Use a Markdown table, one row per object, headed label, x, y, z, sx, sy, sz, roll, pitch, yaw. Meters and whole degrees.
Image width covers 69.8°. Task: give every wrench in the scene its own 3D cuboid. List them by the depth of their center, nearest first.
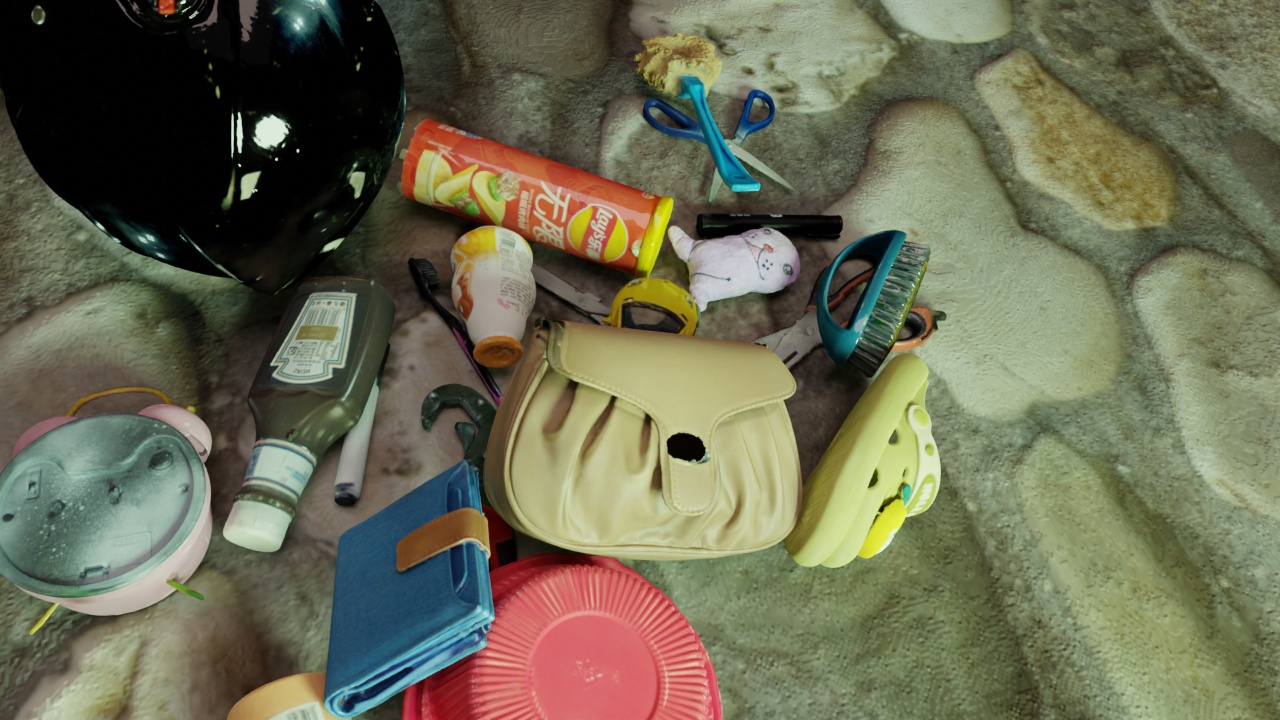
| label | x | y | z | sx | sy | sz | roll | pitch | yaw |
| --- | --- | --- | --- | --- | --- | --- | --- | --- | --- |
| wrench | -0.101 | 0.130 | 0.592 | 0.056 | 0.016 | 0.273 | -7 | 57 | -15 |

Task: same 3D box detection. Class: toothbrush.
| label | x | y | z | sx | sy | sz | roll | pitch | yaw |
| --- | --- | --- | --- | --- | --- | --- | --- | --- | --- |
| toothbrush | -0.128 | -0.011 | 0.690 | 0.017 | 0.014 | 0.189 | -18 | 60 | -35 |

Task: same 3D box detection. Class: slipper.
| label | x | y | z | sx | sy | sz | roll | pitch | yaw |
| --- | --- | --- | --- | --- | --- | --- | --- | --- | --- |
| slipper | 0.171 | 0.073 | 0.639 | 0.081 | 0.092 | 0.190 | 31 | 52 | 9 |

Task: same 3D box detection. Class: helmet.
| label | x | y | z | sx | sy | sz | roll | pitch | yaw |
| --- | --- | --- | --- | --- | --- | --- | --- | --- | --- |
| helmet | -0.279 | -0.185 | 0.642 | 0.230 | 0.233 | 0.275 | 43 | 96 | 2 |

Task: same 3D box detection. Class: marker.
| label | x | y | z | sx | sy | sz | roll | pitch | yaw |
| --- | --- | --- | --- | --- | --- | --- | --- | --- | --- |
| marker | -0.193 | 0.039 | 0.637 | 0.018 | 0.023 | 0.130 | 31 | 43 | -37 |
| marker | 0.114 | -0.117 | 0.805 | 0.132 | 0.020 | 0.022 | -2 | 85 | -13 |

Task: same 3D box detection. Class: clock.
| label | x | y | z | sx | sy | sz | roll | pitch | yaw |
| --- | --- | --- | --- | --- | --- | --- | --- | --- | --- |
| clock | -0.323 | 0.080 | 0.561 | 0.117 | 0.060 | 0.158 | -9 | 59 | -15 |

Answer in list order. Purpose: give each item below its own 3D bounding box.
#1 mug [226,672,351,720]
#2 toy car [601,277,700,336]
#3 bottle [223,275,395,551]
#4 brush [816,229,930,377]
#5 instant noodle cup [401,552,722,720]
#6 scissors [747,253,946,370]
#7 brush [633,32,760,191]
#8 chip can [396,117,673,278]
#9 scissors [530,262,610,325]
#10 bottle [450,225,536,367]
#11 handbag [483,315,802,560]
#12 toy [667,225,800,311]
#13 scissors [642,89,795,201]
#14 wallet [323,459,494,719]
| label | x | y | z | sx | sy | sz | roll | pitch | yaw |
| --- | --- | --- | --- | --- | --- | --- | --- | --- | --- |
| mug | -0.171 | 0.231 | 0.474 | 0.078 | 0.078 | 0.122 | -18 | 56 | -22 |
| toy car | -0.004 | 0.004 | 0.670 | 0.071 | 0.041 | 0.155 | 20 | 67 | 3 |
| bottle | -0.226 | 0.031 | 0.617 | 0.080 | 0.044 | 0.194 | 1 | 57 | 15 |
| brush | 0.179 | -0.053 | 0.728 | 0.073 | 0.055 | 0.143 | 28 | 56 | 8 |
| instant noodle cup | -0.034 | 0.188 | 0.518 | 0.193 | 0.066 | 0.193 | 10 | 52 | -13 |
| scissors | 0.158 | -0.027 | 0.749 | 0.215 | 0.015 | 0.195 | 10 | 54 | -4 |
| brush | 0.056 | -0.227 | 0.833 | 0.083 | 0.046 | 0.254 | -4 | 47 | -16 |
| chip can | -0.085 | -0.131 | 0.747 | 0.216 | 0.073 | 0.073 | 19 | 54 | 5 |
| scissors | -0.038 | -0.050 | 0.735 | 0.136 | 0.014 | 0.174 | -15 | 57 | -18 |
| bottle | -0.109 | -0.048 | 0.686 | 0.063 | 0.063 | 0.108 | -2 | 55 | -12 |
| handbag | 0.010 | 0.052 | 0.581 | 0.204 | 0.100 | 0.147 | 6 | 81 | -23 |
| toy | 0.081 | -0.082 | 0.759 | 0.108 | 0.039 | 0.083 | -11 | 64 | -17 |
| scissors | 0.076 | -0.209 | 0.866 | 0.162 | 0.012 | 0.172 | 19 | 54 | 4 |
| wallet | -0.132 | 0.125 | 0.527 | 0.106 | 0.040 | 0.133 | -31 | 34 | 5 |
